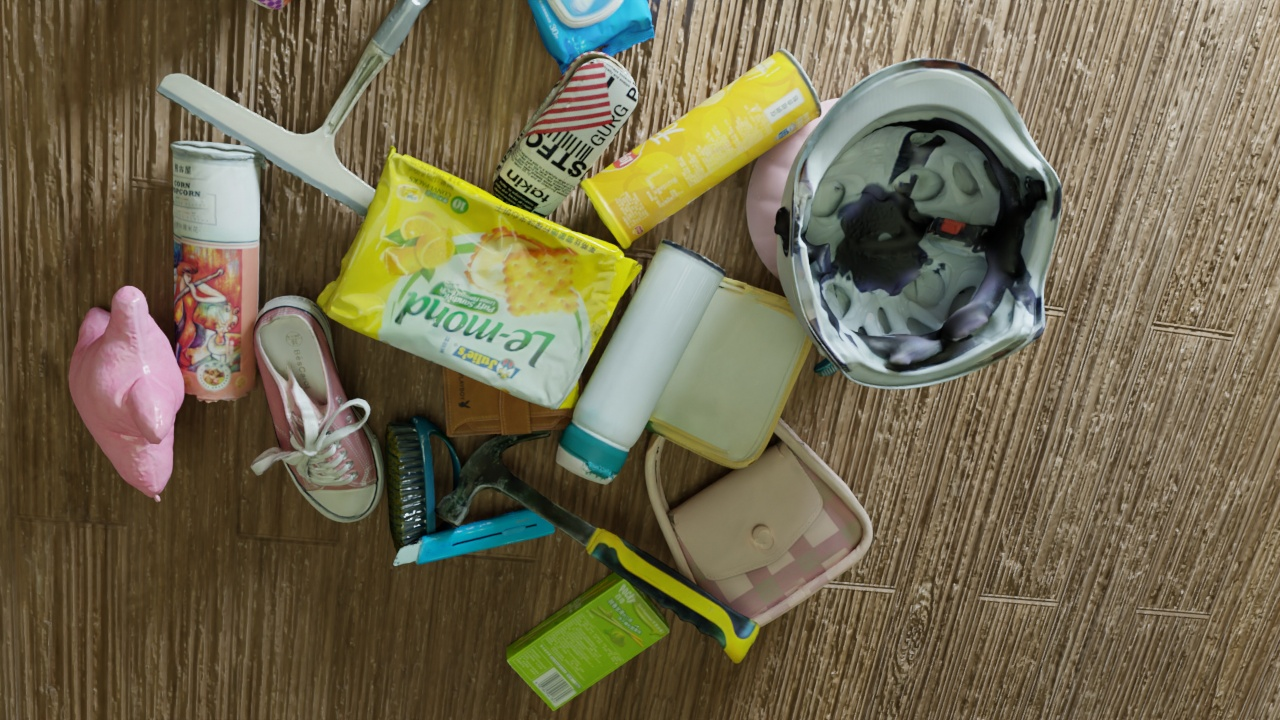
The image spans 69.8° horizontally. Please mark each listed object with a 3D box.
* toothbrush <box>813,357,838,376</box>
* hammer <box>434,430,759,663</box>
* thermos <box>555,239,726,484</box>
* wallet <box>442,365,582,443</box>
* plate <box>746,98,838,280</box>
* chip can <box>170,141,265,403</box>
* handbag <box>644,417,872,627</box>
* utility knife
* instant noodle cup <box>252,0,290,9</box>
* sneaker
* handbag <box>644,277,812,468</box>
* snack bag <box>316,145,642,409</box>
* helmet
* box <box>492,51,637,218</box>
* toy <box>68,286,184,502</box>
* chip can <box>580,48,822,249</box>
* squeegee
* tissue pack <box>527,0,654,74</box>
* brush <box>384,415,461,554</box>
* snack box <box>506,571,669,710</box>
[{"bbox_3d":[0.255,-0.040,0.916,0.192,0.016,0.018,-34,119,4],"label":"toothbrush"},{"bbox_3d":[-0.028,0.180,0.881,0.323,0.032,0.126,33,73,0],"label":"hammer"},{"bbox_3d":[-0.005,0.005,0.828,0.073,0.073,0.224,28,91,-15],"label":"thermos"},{"bbox_3d":[-0.120,0.022,0.869,0.130,0.035,0.119,-4,90,-7],"label":"wallet"},{"bbox_3d":[0.197,-0.147,0.861,0.192,0.039,0.192,-2,108,-7],"label":"plate"},{"bbox_3d":[-0.366,-0.076,0.793,0.071,0.071,0.215,5,107,-9],"label":"chip can"},{"bbox_3d":[0.102,0.138,0.926,0.193,0.093,0.234,-34,97,4],"label":"handbag"},{"bbox_3d":[-0.159,0.172,0.892,0.165,0.018,0.034,-10,110,-31],"label":"utility knife"},{"bbox_3d":[-0.282,-0.336,0.707,0.099,0.111,0.111,-39,108,13],"label":"instant noodle cup"},{"bbox_3d":[-0.292,0.063,0.823,0.118,0.087,0.241,-9,122,-5],"label":"sneaker"},{"bbox_3d":[0.059,0.001,0.872,0.179,0.063,0.163,23,88,13],"label":"handbag"},{"bbox_3d":[-0.138,-0.069,0.800,0.246,0.068,0.158,23,104,-11],"label":"snack bag"},{"bbox_3d":[0.216,-0.111,0.777,0.229,0.146,0.259,-14,101,-5],"label":"helmet"},{"bbox_3d":[-0.067,-0.187,0.788,0.074,0.064,0.165,39,118,-4],"label":"box"},{"bbox_3d":[-0.436,0.034,0.779,0.074,0.195,0.178,-12,91,-42],"label":"toy"},{"bbox_3d":[0.053,-0.186,0.812,0.213,0.072,0.072,-34,109,4],"label":"chip can"},{"bbox_3d":[-0.221,-0.257,0.771,0.246,0.039,0.247,32,99,-30],"label":"squeegee"},{"bbox_3d":[-0.058,-0.325,0.763,0.095,0.052,0.157,-26,109,1],"label":"tissue pack"},{"bbox_3d":[-0.208,0.121,0.887,0.073,0.055,0.144,-9,110,-27],"label":"brush"},{"bbox_3d":[-0.056,0.297,0.975,0.156,0.026,0.086,-36,108,5],"label":"snack box"}]
